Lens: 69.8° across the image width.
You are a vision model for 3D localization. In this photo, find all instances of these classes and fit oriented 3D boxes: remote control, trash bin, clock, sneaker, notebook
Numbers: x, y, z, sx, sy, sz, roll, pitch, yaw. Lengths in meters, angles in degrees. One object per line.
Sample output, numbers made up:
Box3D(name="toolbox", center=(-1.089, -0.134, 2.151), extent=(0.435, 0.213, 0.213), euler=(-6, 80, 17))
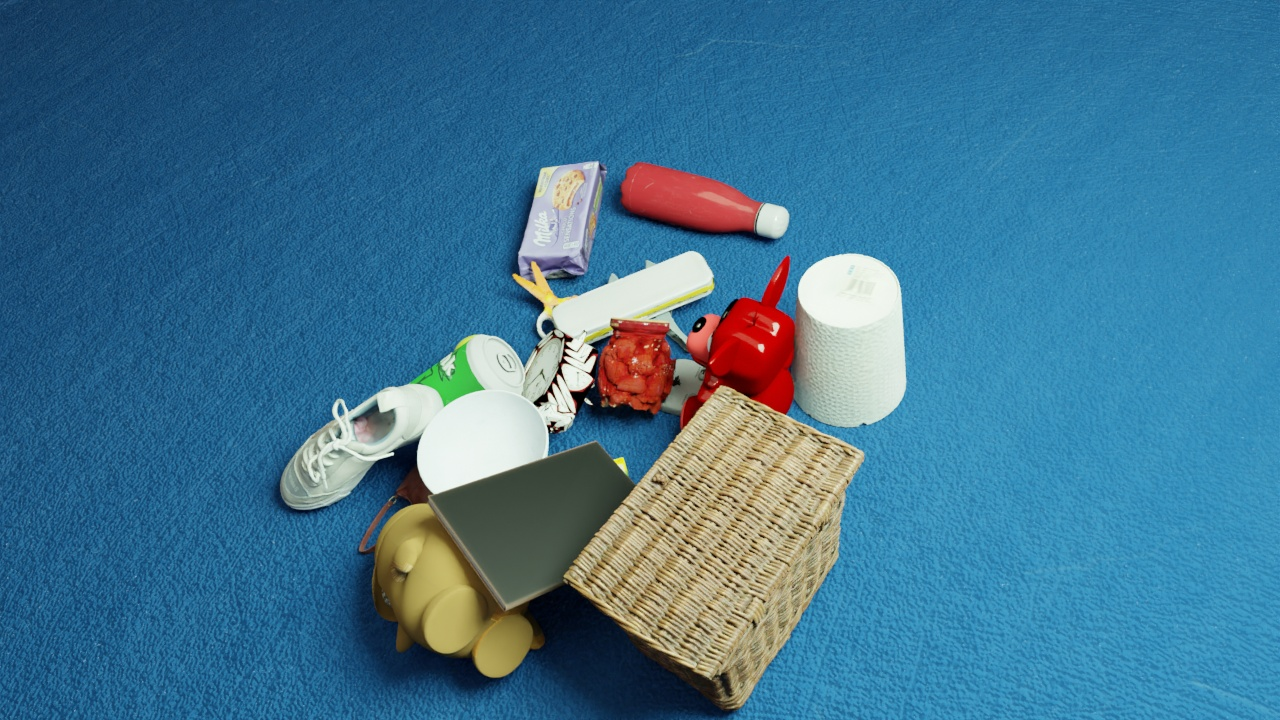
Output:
Box3D(name="remote control", center=(0.091, 0.041, 1.090), extent=(0.151, 0.019, 0.074), euler=(14, 57, 22))
Box3D(name="trash bin", center=(0.230, -0.025, 1.018), extent=(0.133, 0.161, 0.133), euler=(-6, 51, 8))
Box3D(name="clock", center=(-0.099, 0.043, 1.085), extent=(0.115, 0.065, 0.154), euler=(-15, 53, 58))
Box3D(name="sneaker", center=(-0.342, 0.096, 1.046), extent=(0.243, 0.090, 0.089), euler=(-31, 70, 20))
Box3D(name="notebook", center=(-0.084, 0.155, 0.905), extent=(0.208, 0.008, 0.141), euler=(-15, 49, -40))

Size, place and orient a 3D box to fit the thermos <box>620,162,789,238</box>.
Box3D(name="thermos", center=(0.089, -0.213, 1.256), extent=(0.240, 0.073, 0.073), euler=(19, 59, 24))

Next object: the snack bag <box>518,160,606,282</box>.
Box3D(name="snack bag", center=(-0.106, -0.193, 1.295), extent=(0.096, 0.058, 0.205), euler=(-2, 55, 17))

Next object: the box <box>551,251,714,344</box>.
Box3D(name="box", center=(-0.008, -0.077, 1.165), extent=(0.209, 0.033, 0.064), euler=(-23, 51, -4))

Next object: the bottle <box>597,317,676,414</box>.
Box3D(name="bottle", center=(-0.006, 0.006, 1.077), extent=(0.099, 0.098, 0.111), euler=(5, 93, 16))

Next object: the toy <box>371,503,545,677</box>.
Box3D(name="toy", center=(-0.205, 0.223, 0.939), extent=(0.203, 0.198, 0.162), euler=(22, 73, 49))

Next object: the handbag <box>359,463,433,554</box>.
Box3D(name="handbag", center=(-0.281, 0.177, 1.065), extent=(0.055, 0.029, 0.119), euler=(32, 70, 29))

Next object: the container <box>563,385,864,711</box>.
Box3D(name="container", center=(0.081, 0.190, 0.867), extent=(0.162, 0.183, 0.249), euler=(27, 61, 30))

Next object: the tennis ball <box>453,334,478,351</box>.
Box3D(name="tennis ball", center=(-0.205, 0.000, 1.158), extent=(0.065, 0.065, 0.065), euler=(-6, 51, 8))

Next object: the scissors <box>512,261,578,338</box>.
Box3D(name="scissors", center=(-0.129, -0.074, 1.211), extent=(0.133, 0.012, 0.096), euler=(34, 70, 11))

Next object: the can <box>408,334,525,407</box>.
Box3D(name="can", center=(-0.212, 0.036, 1.090), extent=(0.140, 0.087, 0.087), euler=(-33, 47, 21))

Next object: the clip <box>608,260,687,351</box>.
Box3D(name="clip", center=(-0.010, -0.054, 1.184), extent=(0.127, 0.028, 0.166), euler=(-20, 50, -1))

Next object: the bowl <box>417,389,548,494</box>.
Box3D(name="bowl", center=(-0.166, 0.113, 1.018), extent=(0.144, 0.074, 0.143), euler=(-4, 55, 6))

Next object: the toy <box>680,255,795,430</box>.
Box3D(name="toy", center=(0.108, -0.002, 0.982), extent=(0.120, 0.197, 0.158), euler=(31, 65, 22))

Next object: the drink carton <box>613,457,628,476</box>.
Box3D(name="drink carton", center=(-0.019, 0.177, 0.982), extent=(0.043, 0.059, 0.134), euler=(-13, 51, -3))
